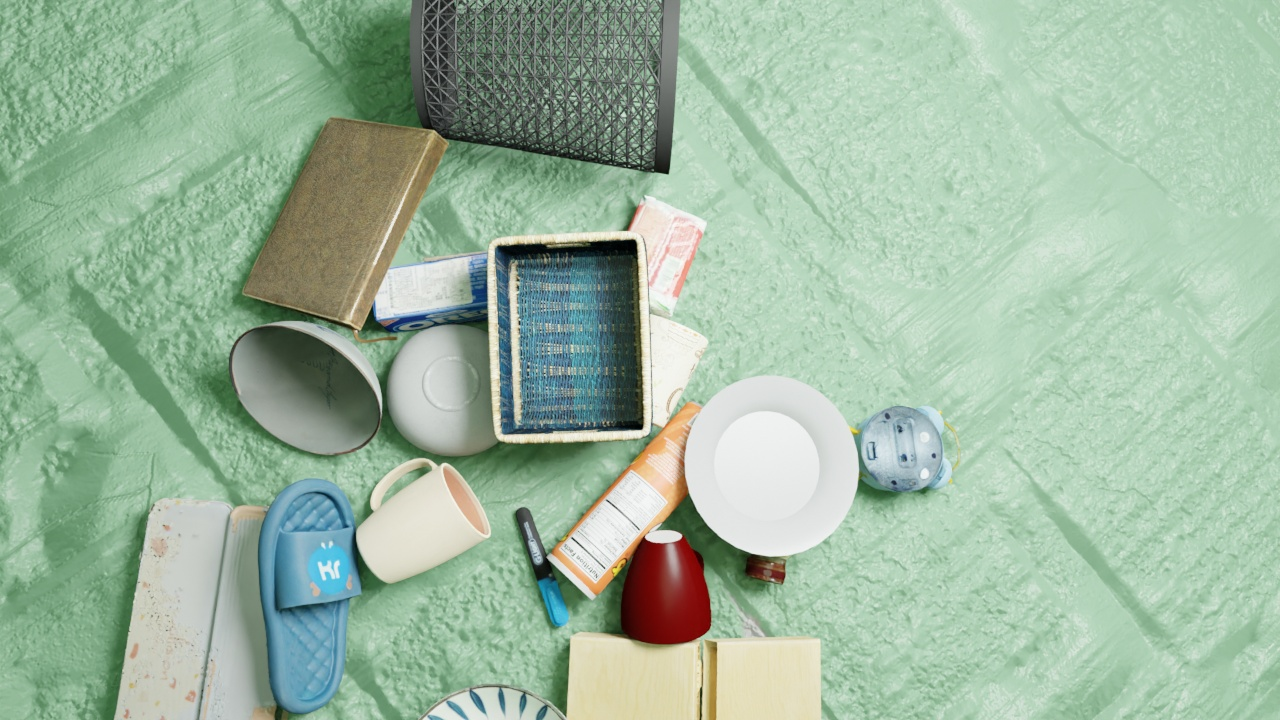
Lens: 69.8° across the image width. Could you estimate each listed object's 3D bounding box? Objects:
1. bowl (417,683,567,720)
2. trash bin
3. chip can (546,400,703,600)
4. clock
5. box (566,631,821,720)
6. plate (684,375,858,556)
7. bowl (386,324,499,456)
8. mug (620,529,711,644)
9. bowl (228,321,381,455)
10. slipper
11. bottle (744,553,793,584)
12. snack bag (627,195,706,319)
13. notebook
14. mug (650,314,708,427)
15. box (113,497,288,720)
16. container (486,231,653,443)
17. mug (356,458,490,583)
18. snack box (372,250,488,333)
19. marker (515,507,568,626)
[{"bbox_3d":[-0.130,0.383,0.837,0.177,0.071,0.177,-1,78,4],"label":"bowl"},{"bbox_3d":[-0.088,-0.301,0.912,0.243,0.217,0.216,3,79,0],"label":"trash bin"},{"bbox_3d":[0.002,0.136,0.908,0.062,0.062,0.210,43,78,2],"label":"chip can"},{"bbox_3d":[0.277,0.093,0.957,0.124,0.052,0.088,-4,79,-9],"label":"clock"},{"bbox_3d":[0.053,0.389,0.867,0.261,0.097,0.247,4,80,-12],"label":"box"},{"bbox_3d":[0.126,0.102,0.892,0.172,0.019,0.172,1,80,-9],"label":"plate"},{"bbox_3d":[-0.184,0.027,0.904,0.131,0.064,0.131,1,80,-7],"label":"bowl"},{"bbox_3d":[0.031,0.208,0.884,0.087,0.113,0.088,4,100,34],"label":"mug"},{"bbox_3d":[-0.308,0.016,0.875,0.150,0.151,0.056,23,37,-3],"label":"bowl"},{"bbox_3d":[-0.293,0.214,0.840,0.059,0.103,0.213,0,89,27],"label":"slipper"},{"bbox_3d":[0.141,0.142,0.928,0.056,0.056,0.162,15,79,-4],"label":"bottle"},{"bbox_3d":[0.016,-0.108,0.969,0.077,0.036,0.115,22,78,-2],"label":"snack bag"},{"bbox_3d":[-0.274,-0.133,0.896,0.190,0.034,0.215,16,76,27],"label":"notebook"},{"bbox_3d":[-0.005,0.005,0.923,0.122,0.081,0.097,19,84,17],"label":"mug"},{"bbox_3d":[-0.394,0.241,0.856,0.148,0.043,0.216,5,79,-2],"label":"box"},{"bbox_3d":[-0.062,-0.020,0.850,0.145,0.071,0.187,-2,90,3],"label":"container"},{"bbox_3d":[-0.215,0.148,0.877,0.104,0.085,0.111,-32,57,-1],"label":"mug"},{"bbox_3d":[-0.150,-0.075,0.919,0.226,0.059,0.059,-8,80,-3],"label":"snack box"},{"bbox_3d":[-0.098,0.204,0.909,0.018,0.015,0.123,-20,81,-10],"label":"marker"}]
